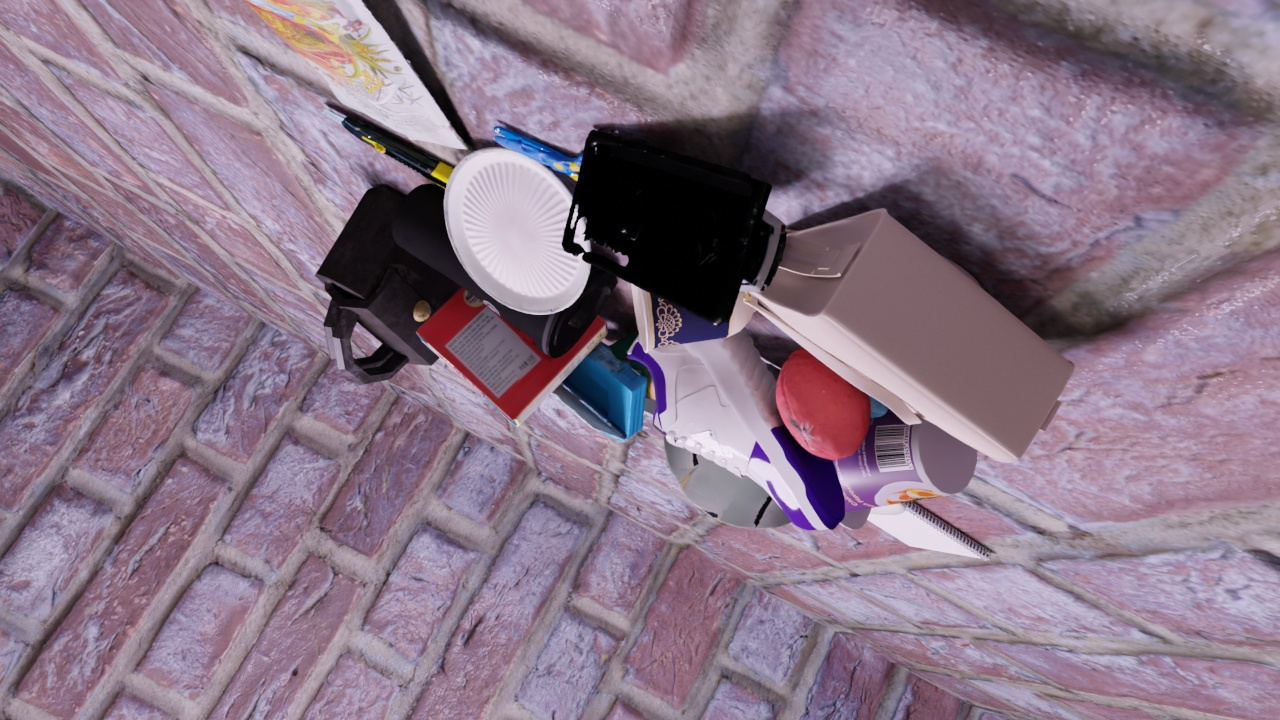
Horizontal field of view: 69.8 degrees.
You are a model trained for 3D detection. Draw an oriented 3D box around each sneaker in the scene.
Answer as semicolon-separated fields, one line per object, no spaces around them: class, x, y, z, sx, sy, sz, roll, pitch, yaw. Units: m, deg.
sneaker;0.071;0.055;0.791;0.244;0.111;0.091;58;-155;13

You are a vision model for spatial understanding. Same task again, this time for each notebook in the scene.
notebook;0.310;0.189;1.195;0.245;0.013;0.178;32;166;-12

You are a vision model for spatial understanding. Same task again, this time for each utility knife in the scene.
utility knife;-0.228;-0.198;0.883;0.188;0.020;0.029;29;163;3

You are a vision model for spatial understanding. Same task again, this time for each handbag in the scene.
handbag;-0.292;-0.067;1.079;0.102;0.199;0.197;22;164;25
handbag;0.162;-0.023;0.645;0.194;0.101;0.198;34;176;-18

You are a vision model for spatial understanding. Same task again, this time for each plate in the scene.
plate;-0.108;-0.114;0.811;0.157;0.014;0.157;17;127;23

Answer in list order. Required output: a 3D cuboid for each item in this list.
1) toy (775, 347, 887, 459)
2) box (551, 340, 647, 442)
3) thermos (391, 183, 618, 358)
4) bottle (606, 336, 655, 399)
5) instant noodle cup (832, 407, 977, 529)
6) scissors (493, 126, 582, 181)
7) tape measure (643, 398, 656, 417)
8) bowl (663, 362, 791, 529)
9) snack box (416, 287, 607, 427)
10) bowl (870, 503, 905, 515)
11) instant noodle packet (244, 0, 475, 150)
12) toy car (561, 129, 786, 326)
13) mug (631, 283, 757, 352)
toy;0.155;0.027;0.749;0.062;0.132;0.092;-35;88;38
box;-0.106;0.000;1.033;0.243;0.085;0.092;38;146;26
thermos;-0.140;-0.096;0.916;0.219;0.105;0.106;31;166;13
bottle;-0.006;0.006;1.053;0.068;0.068;0.210;39;162;-35
instant noodle cup;0.225;0.086;0.818;0.121;0.137;0.122;-16;-177;-37
scissors;-0.063;-0.159;0.726;0.130;0.022;0.070;31;167;5
tape measure;0.026;0.043;1.131;0.060;0.062;0.020;25;166;-9
bowl;0.110;0.066;0.862;0.174;0.173;0.068;28;152;1
snack box;-0.134;-0.030;0.967;0.145;0.142;0.040;41;168;11
bowl;0.211;0.112;1.011;0.177;0.057;0.177;20;165;6
instant noodle packet;-0.234;-0.241;0.698;0.147;0.057;0.269;26;170;16
toy car;0.029;-0.091;0.626;0.071;0.094;0.192;7;-165;-41
mug;0.039;-0.065;0.721;0.089;0.111;0.086;-9;146;-4
